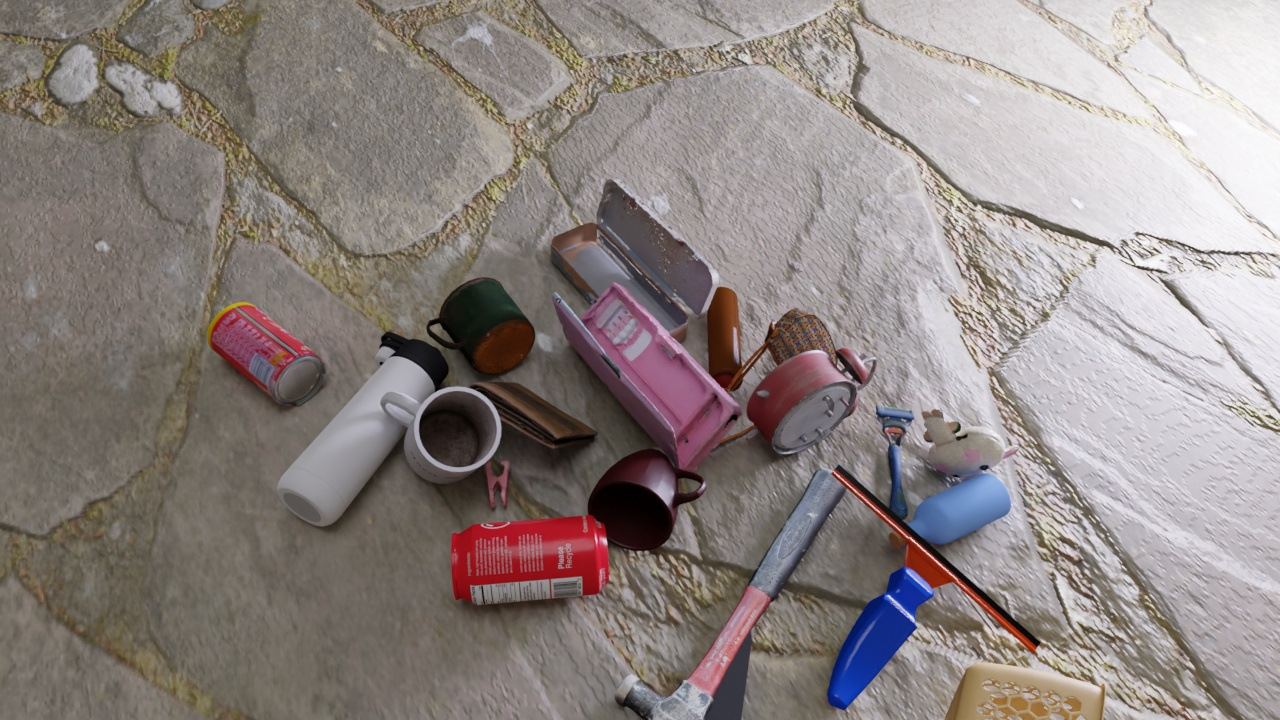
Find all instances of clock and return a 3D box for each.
[{"bbox_3d":[0.192,0.043,0.980,0.156,0.110,0.062,-23,54,-20],"label":"clock"}]

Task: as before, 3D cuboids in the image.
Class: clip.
[{"bbox_3d":[-0.144,0.126,0.953,0.044,0.023,0.060,-23,49,-18],"label":"clip"}]

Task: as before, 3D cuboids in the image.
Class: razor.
[{"bbox_3d":[0.274,0.110,0.989,0.044,0.018,0.140,8,54,3],"label":"razor"}]

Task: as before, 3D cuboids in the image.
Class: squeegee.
[{"bbox_3d":[0.226,0.245,0.849,0.249,0.055,0.184,42,58,7],"label":"squeegee"}]

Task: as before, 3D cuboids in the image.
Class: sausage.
[{"bbox_3d":[0.097,-0.027,1.075,0.040,0.040,0.155,3,45,-1],"label":"sausage"}]

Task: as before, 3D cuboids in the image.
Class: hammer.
[{"bbox_3d":[0.121,0.228,0.872,0.140,0.036,0.325,27,53,20],"label":"hammer"}]

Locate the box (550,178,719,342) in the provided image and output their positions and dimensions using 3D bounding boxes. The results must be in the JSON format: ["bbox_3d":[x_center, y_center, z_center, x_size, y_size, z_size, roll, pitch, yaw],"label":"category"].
[{"bbox_3d":[-0.013,-0.117,1.115,0.114,0.096,0.217,-30,57,-21],"label":"box"}]

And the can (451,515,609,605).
[{"bbox_3d":[-0.103,0.188,0.865,0.142,0.075,0.074,-4,50,-6],"label":"can"}]

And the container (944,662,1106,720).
[{"bbox_3d":[0.313,0.330,0.700,0.167,0.184,0.128,15,50,20],"label":"container"}]

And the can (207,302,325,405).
[{"bbox_3d":[-0.416,-0.008,1.019,0.124,0.067,0.066,33,56,22],"label":"can"}]

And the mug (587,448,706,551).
[{"bbox_3d":[0.014,0.127,0.916,0.114,0.087,0.088,-10,26,24],"label":"mug"}]

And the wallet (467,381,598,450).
[{"bbox_3d":[-0.114,0.056,0.973,0.121,0.098,0.027,28,99,19],"label":"wallet"}]

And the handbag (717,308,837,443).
[{"bbox_3d":[0.134,0.028,1.022,0.195,0.093,0.043,-42,31,-16],"label":"handbag"}]

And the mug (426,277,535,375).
[{"bbox_3d":[-0.183,-0.034,1.038,0.110,0.085,0.081,-17,53,-36],"label":"mug"}]

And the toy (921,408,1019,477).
[{"bbox_3d":[0.339,0.093,0.961,0.112,0.087,0.050,21,63,-22],"label":"toy"}]

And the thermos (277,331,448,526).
[{"bbox_3d":[-0.297,0.063,0.970,0.101,0.069,0.229,12,48,24],"label":"thermos"}]

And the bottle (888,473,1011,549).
[{"bbox_3d":[0.309,0.159,0.930,0.131,0.048,0.048,-19,54,-18],"label":"bottle"}]

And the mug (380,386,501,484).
[{"bbox_3d":[-0.206,0.068,0.918,0.119,0.097,0.083,31,68,-10],"label":"mug"}]

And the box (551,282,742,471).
[{"bbox_3d":[-0.009,0.007,0.985,0.099,0.106,0.232,-48,57,12],"label":"box"}]
